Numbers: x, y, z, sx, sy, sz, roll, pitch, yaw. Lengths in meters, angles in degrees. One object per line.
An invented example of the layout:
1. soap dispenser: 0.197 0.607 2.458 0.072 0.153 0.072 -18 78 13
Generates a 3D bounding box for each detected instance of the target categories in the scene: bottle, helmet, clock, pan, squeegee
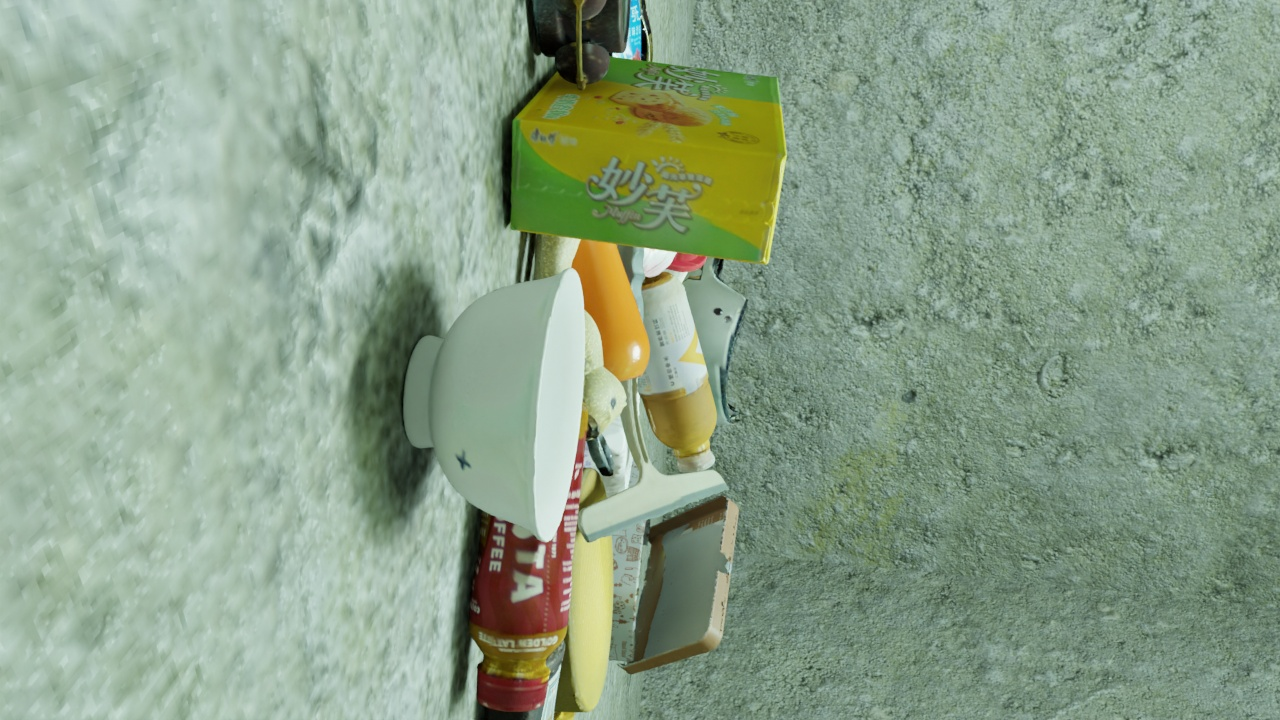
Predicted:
1. bottle: 0.028 0.014 0.853 0.068 0.068 0.189 -73 148 -70
2. bottle: -0.066 0.108 0.529 0.057 0.057 0.175 50 45 -84
3. helmet: 0.043 -0.040 1.173 0.273 0.157 0.230 -97 -176 -50
4. clock: -0.036 -0.222 0.566 0.082 0.055 0.121 90 4 -52
5. pan: -0.069 0.257 0.764 0.197 0.078 0.358 -70 158 -70
6. bottle: -0.083 0.284 0.607 0.080 0.044 0.195 -5 100 -81
7. bottle: -0.037 -0.057 0.658 0.066 0.067 0.149 -22 100 -85
8. squeegee: -0.004 0.004 0.756 0.246 0.039 0.246 -5 89 -61

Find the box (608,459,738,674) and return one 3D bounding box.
1. box: 0.014 0.215 0.941 0.152 0.174 0.181 89 7 -45

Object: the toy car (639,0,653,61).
1. toy car: -0.009 -0.319 0.940 0.070 0.042 0.158 -77 168 -64

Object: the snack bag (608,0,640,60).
1. snack bag: -0.020 -0.286 0.857 0.110 0.039 0.191 -54 150 -59

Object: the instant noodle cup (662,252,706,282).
1. instant noodle cup: 0.003 -0.114 0.923 0.124 0.116 0.116 109 -9 -52

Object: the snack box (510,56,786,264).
1. snack box: 0.011 -0.142 0.607 0.209 0.158 0.070 -78 175 -60

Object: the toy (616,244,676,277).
1. toy: -0.009 -0.151 0.808 0.121 0.054 0.159 19 66 -43

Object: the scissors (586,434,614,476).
1. scissors: -0.051 0.022 0.724 0.159 0.014 0.179 -105 177 -47

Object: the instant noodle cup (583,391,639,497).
1. instant noodle cup: -0.036 0.065 0.883 0.173 0.060 0.138 -78 172 -50

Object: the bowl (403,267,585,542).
1. bowl: -0.065 0.016 0.401 0.118 0.065 0.118 7 88 -85

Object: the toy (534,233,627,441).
1. toy: -0.046 -0.023 0.599 0.105 0.066 0.157 153 -67 -67
